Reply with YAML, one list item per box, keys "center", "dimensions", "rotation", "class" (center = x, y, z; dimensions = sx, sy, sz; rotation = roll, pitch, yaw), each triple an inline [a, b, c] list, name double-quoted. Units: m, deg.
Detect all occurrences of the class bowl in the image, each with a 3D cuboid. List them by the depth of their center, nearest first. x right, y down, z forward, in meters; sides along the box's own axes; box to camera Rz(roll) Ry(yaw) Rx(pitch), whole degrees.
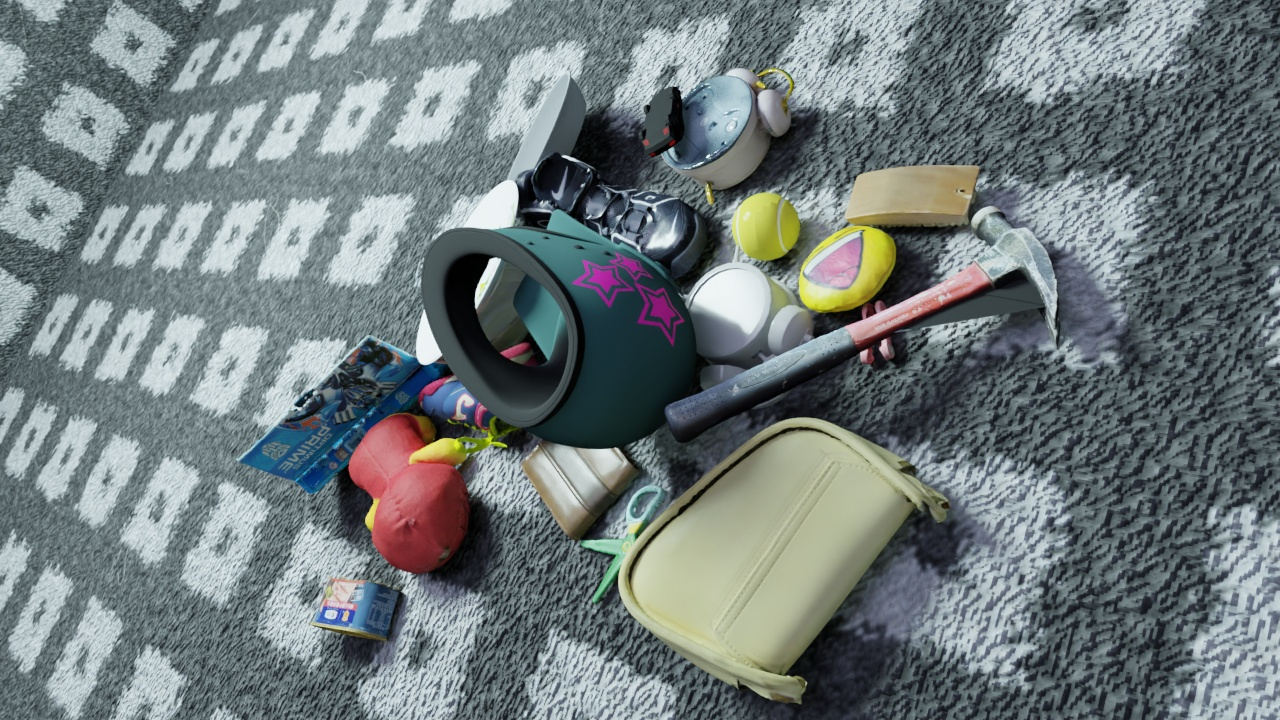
- center: [-0.177, -0.054, 1.095]
  dimensions: [0.177, 0.058, 0.176]
  rotation: [-22, 44, 23]
  class: "bowl"

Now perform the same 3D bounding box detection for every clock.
- center: [0.100, -0.023, 0.856]
  dimensions: [0.120, 0.061, 0.159]
  rotation: [-38, 52, 18]
  class: "clock"
- center: [0.097, -0.255, 0.988]
  dimensions: [0.158, 0.058, 0.116]
  rotation: [-45, 45, 11]
  class: "clock"

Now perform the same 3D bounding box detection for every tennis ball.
- center: [0.122, -0.130, 0.890]
  dimensions: [0.065, 0.065, 0.065]
  rotation: [-20, 54, 31]
  class: "tennis ball"

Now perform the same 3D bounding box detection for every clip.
- center: [0.207, -0.024, 0.789]
  dimensions: [0.044, 0.023, 0.060]
  rotation: [13, 76, 39]
  class: "clip"

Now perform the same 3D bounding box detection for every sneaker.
- center: [-0.046, -0.169, 0.994]
  dimensions: [0.253, 0.150, 0.097]
  rotation: [16, 76, 44]
  class: "sneaker"
- center: [-0.180, 0.051, 1.023]
  dimensions: [0.242, 0.116, 0.091]
  rotation: [-18, 97, 57]
  class: "sneaker"

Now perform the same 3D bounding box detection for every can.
- center: [-0.322, 0.280, 1.038]
  dimensions: [0.100, 0.054, 0.059]
  rotation: [-7, 61, 37]
  class: "can"

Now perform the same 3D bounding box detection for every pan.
- center: [-0.164, -0.201, 1.169]
  dimensions: [0.357, 0.050, 0.200]
  rotation: [-58, 20, 21]
  class: "pan"

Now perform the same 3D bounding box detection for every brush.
- center: [0.243, -0.142, 0.814]
  dimensions: [0.117, 0.039, 0.049]
  rotation: [7, 71, 41]
  class: "brush"

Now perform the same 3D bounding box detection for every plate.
- center: [-0.187, -0.095, 1.041]
  dimensions: [0.230, 0.030, 0.228]
  rotation: [-43, 33, 36]
  class: "plate"

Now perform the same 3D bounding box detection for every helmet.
- center: [-0.064, -0.037, 0.844]
  dimensions: [0.275, 0.199, 0.177]
  rotation: [42, 115, 31]
  class: "helmet"

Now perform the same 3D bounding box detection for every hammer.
- center: [0.173, -0.010, 0.735]
  dimensions: [0.326, 0.036, 0.140]
  rotation: [-26, 44, 6]
  class: "hammer"

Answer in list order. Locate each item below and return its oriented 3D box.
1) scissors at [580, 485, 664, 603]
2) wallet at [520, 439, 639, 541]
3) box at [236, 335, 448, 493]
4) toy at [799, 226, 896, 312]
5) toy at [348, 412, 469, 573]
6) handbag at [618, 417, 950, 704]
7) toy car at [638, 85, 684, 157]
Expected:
- center: [-0.008, 0.171, 0.865]
  dimensions: [0.126, 0.011, 0.130]
  rotation: [-1, 64, 38]
  class: "scissors"
- center: [-0.064, 0.110, 0.934]
  dimensions: [0.099, 0.027, 0.121]
  rotation: [-50, 46, 8]
  class: "wallet"
- center: [-0.343, 0.071, 1.118]
  dimensions: [0.244, 0.170, 0.070]
  rotation: [-41, 75, 15]
  class: "box"
- center: [0.184, -0.081, 0.821]
  dimensions: [0.096, 0.041, 0.094]
  rotation: [-36, 33, 19]
  class: "toy"
- center: [-0.262, 0.150, 1.037]
  dimensions: [0.147, 0.098, 0.216]
  rotation: [-57, 39, 10]
  class: "toy"
- center: [0.110, 0.150, 0.733]
  dimensions: [0.233, 0.088, 0.191]
  rotation: [-52, 50, 0]
  class: "handbag"
- center: [0.027, -0.254, 0.980]
  dimensions: [0.042, 0.036, 0.091]
  rotation: [-23, 43, 34]
  class: "toy car"
